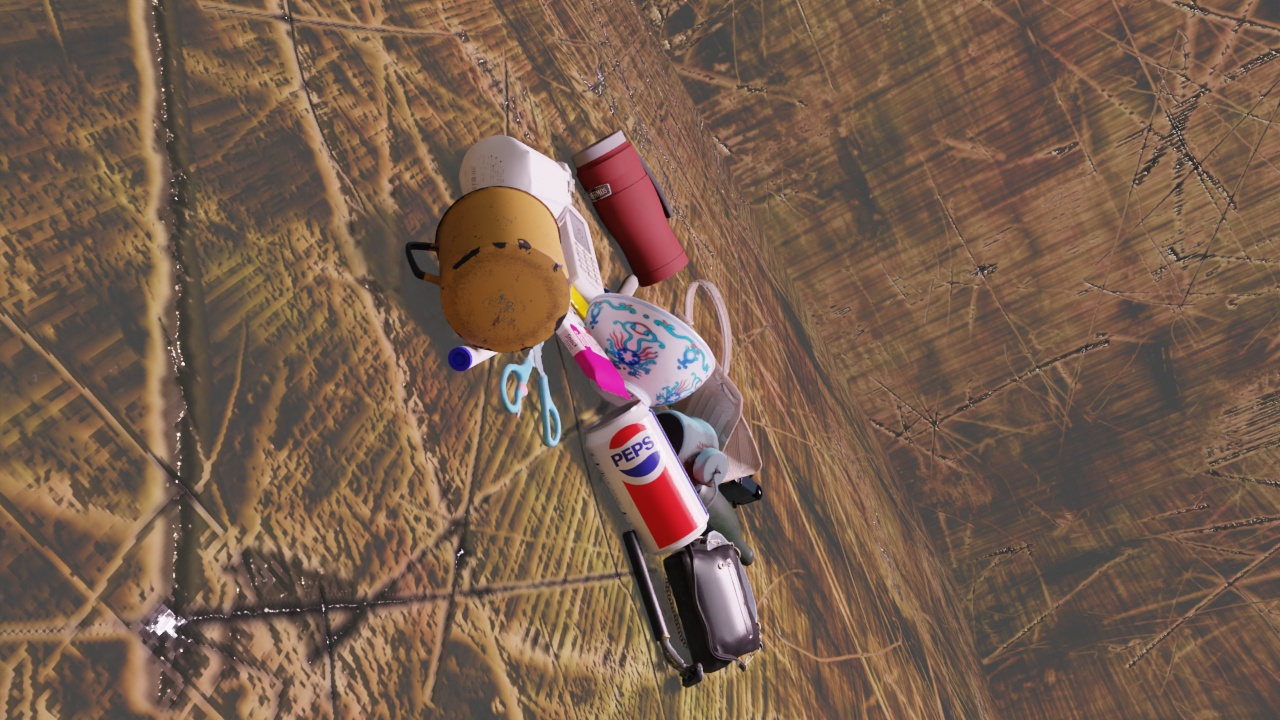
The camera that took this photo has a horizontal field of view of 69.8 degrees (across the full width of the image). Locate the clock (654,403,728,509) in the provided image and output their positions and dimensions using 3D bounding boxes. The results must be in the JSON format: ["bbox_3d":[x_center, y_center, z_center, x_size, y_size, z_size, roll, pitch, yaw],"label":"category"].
[{"bbox_3d":[0.038,0.103,0.922,0.053,0.090,0.124,32,19,-40],"label":"clock"}]

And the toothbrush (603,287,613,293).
[{"bbox_3d":[-0.027,-0.066,1.009,0.168,0.014,0.014,-138,-130,-74],"label":"toothbrush"}]

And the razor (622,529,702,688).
[{"bbox_3d":[0.013,0.217,0.806,0.144,0.022,0.043,65,-26,20],"label":"razor"}]

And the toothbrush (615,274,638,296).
[{"bbox_3d":[-0.026,-0.069,1.110,0.022,0.024,0.185,22,23,-1],"label":"toothbrush"}]

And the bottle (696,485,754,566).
[{"bbox_3d":[0.082,0.180,1.005,0.174,0.055,0.055,50,21,-41],"label":"bottle"}]

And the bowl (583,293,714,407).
[{"bbox_3d":[-0.005,0.005,0.927,0.144,0.144,0.074,49,62,-40],"label":"bowl"}]

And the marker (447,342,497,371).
[{"bbox_3d":[-0.120,-0.014,0.752,0.020,0.020,0.141,62,17,-5],"label":"marker"}]

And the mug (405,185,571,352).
[{"bbox_3d":[-0.117,-0.069,0.704,0.094,0.123,0.101,-109,-152,-53],"label":"mug"}]

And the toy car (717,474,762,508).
[{"bbox_3d":[0.116,0.156,1.154,0.112,0.046,0.034,37,36,-52],"label":"toy car"}]

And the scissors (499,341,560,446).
[{"bbox_3d":[-0.084,0.016,0.789,0.111,0.015,0.140,63,28,-30],"label":"scissors"}]

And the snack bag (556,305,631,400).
[{"bbox_3d":[-0.073,-0.043,0.871,0.196,0.016,0.070,54,11,23],"label":"snack bag"}]

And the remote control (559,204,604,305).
[{"bbox_3d":[-0.073,-0.123,1.040,0.060,0.025,0.138,42,27,-50],"label":"remote control"}]

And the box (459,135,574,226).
[{"bbox_3d":[-0.110,-0.169,0.898,0.143,0.089,0.080,-3,87,-74],"label":"box"}]

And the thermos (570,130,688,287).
[{"bbox_3d":[-0.006,-0.210,1.245,0.107,0.084,0.198,-41,109,-36],"label":"thermos"}]

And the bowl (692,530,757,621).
[{"bbox_3d":[0.077,0.231,0.936,0.106,0.039,0.106,54,19,-29],"label":"bowl"}]

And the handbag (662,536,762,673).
[{"bbox_3d":[0.072,0.225,0.847,0.079,0.054,0.128,-8,76,-35],"label":"handbag"}]

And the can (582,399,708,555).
[{"bbox_3d":[0.005,0.108,0.850,0.132,0.070,0.070,62,17,-5],"label":"can"}]

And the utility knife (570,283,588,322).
[{"bbox_3d":[-0.045,-0.034,1.004,0.224,0.019,0.030,48,34,-34],"label":"utility knife"}]

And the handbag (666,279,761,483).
[{"bbox_3d":[0.073,0.002,1.000,0.175,0.062,0.198,-122,-156,-46],"label":"handbag"}]
